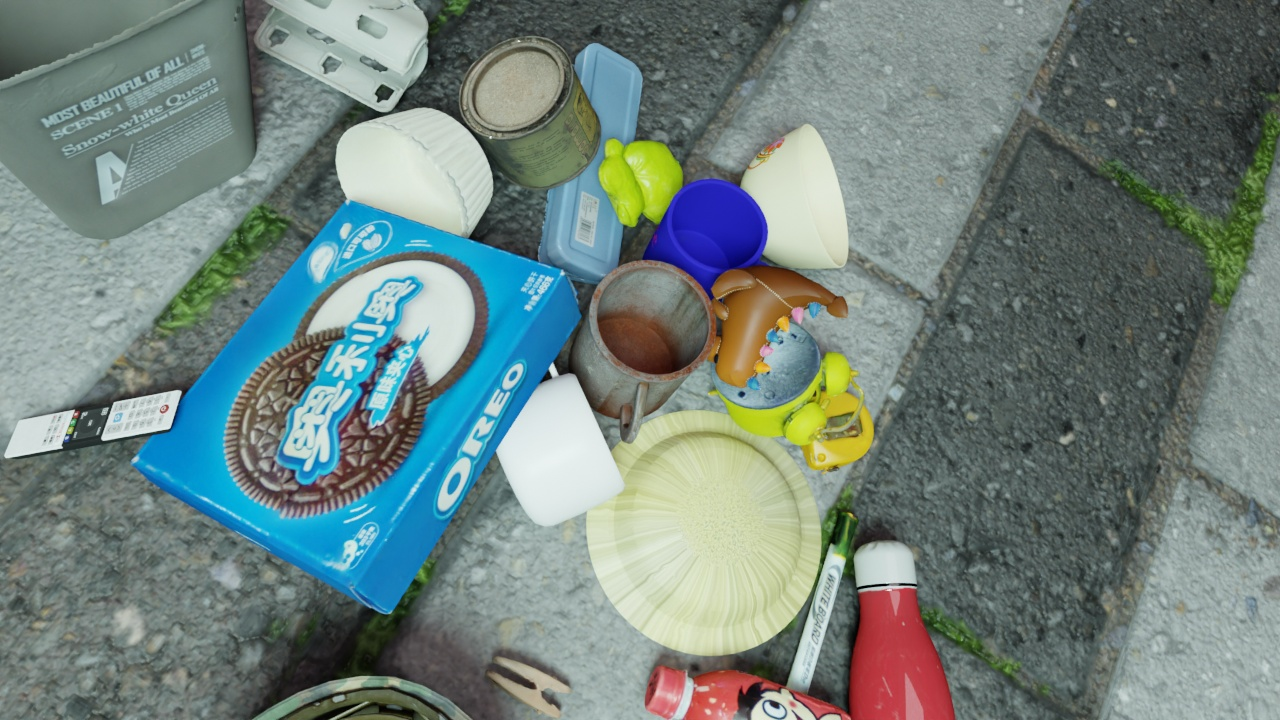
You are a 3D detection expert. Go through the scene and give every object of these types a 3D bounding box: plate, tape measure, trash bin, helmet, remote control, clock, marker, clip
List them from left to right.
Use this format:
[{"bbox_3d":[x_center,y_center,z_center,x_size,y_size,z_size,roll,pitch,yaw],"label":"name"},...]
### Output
[{"bbox_3d":[-0.363,-0.209,0.593,0.197,0.221,0.197,-37,83,-23],"label":"trash bin"},{"bbox_3d":[-0.351,0.043,0.591,0.124,0.012,0.028,-10,54,12],"label":"remote control"},{"bbox_3d":[-0.149,0.279,0.460,0.192,0.237,0.223,11,58,-5],"label":"helmet"},{"bbox_3d":[-0.222,-0.289,0.739,0.125,0.089,0.150,29,77,-5],"label":"clip"},{"bbox_3d":[-0.077,0.222,0.619,0.061,0.026,0.049,-1,75,-22],"label":"clip"},{"bbox_3d":[0.054,0.120,0.678,0.184,0.036,0.184,4,70,-12],"label":"plate"},{"bbox_3d":[0.109,0.018,0.695,0.119,0.057,0.083,20,62,28],"label":"clock"},{"bbox_3d":[0.137,0.182,0.687,0.017,0.017,0.146,25,67,-4],"label":"marker"},{"bbox_3d":[0.156,0.055,0.730,0.059,0.030,0.068,-8,73,-14],"label":"tape measure"}]

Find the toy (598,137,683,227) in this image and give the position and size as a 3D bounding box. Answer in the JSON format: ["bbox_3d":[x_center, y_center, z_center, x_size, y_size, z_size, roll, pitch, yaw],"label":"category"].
[{"bbox_3d":[0.002,-0.143,0.739,0.093,0.036,0.094,-56,129,-35],"label":"toy"}]

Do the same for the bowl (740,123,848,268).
[{"bbox_3d":[0.117,-0.125,0.755,0.074,0.118,0.117,-12,68,27],"label":"bowl"}]

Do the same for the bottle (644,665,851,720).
[{"bbox_3d":[0.071,0.245,0.624,0.137,0.062,0.061,22,67,-6],"label":"bottle"}]

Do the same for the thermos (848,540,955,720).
[{"bbox_3d":[0.183,0.247,0.645,0.073,0.073,0.239,3,70,-13],"label":"thermos"}]

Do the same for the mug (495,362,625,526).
[{"bbox_3d":[-0.063,0.053,0.636,0.068,0.094,0.115,-24,85,-4],"label":"mug"}]

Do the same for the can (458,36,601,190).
[{"bbox_3d":[-0.083,-0.188,0.700,0.090,0.074,0.089,-5,68,13],"label":"can"}]

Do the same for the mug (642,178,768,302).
[{"bbox_3d":[0.061,-0.077,0.724,0.111,0.084,0.079,39,67,2],"label":"mug"}]

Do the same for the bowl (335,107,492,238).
[{"bbox_3d":[-0.160,-0.135,0.682,0.115,0.116,0.062,38,51,1],"label":"bowl"}]

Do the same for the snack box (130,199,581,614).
[{"bbox_3d":[-0.180,0.016,0.604,0.196,0.056,0.238,20,65,24],"label":"snack box"}]

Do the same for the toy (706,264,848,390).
[{"bbox_3d":[0.094,-0.020,0.650,0.070,0.103,0.090,23,86,-50],"label":"toy"}]

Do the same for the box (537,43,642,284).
[{"bbox_3d":[-0.042,-0.161,0.766,0.067,0.052,0.209,19,68,-31],"label":"box"}]

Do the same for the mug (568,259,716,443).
[{"bbox_3d":[-0.004,0.004,0.668,0.096,0.110,0.122,11,69,-5],"label":"mug"}]
